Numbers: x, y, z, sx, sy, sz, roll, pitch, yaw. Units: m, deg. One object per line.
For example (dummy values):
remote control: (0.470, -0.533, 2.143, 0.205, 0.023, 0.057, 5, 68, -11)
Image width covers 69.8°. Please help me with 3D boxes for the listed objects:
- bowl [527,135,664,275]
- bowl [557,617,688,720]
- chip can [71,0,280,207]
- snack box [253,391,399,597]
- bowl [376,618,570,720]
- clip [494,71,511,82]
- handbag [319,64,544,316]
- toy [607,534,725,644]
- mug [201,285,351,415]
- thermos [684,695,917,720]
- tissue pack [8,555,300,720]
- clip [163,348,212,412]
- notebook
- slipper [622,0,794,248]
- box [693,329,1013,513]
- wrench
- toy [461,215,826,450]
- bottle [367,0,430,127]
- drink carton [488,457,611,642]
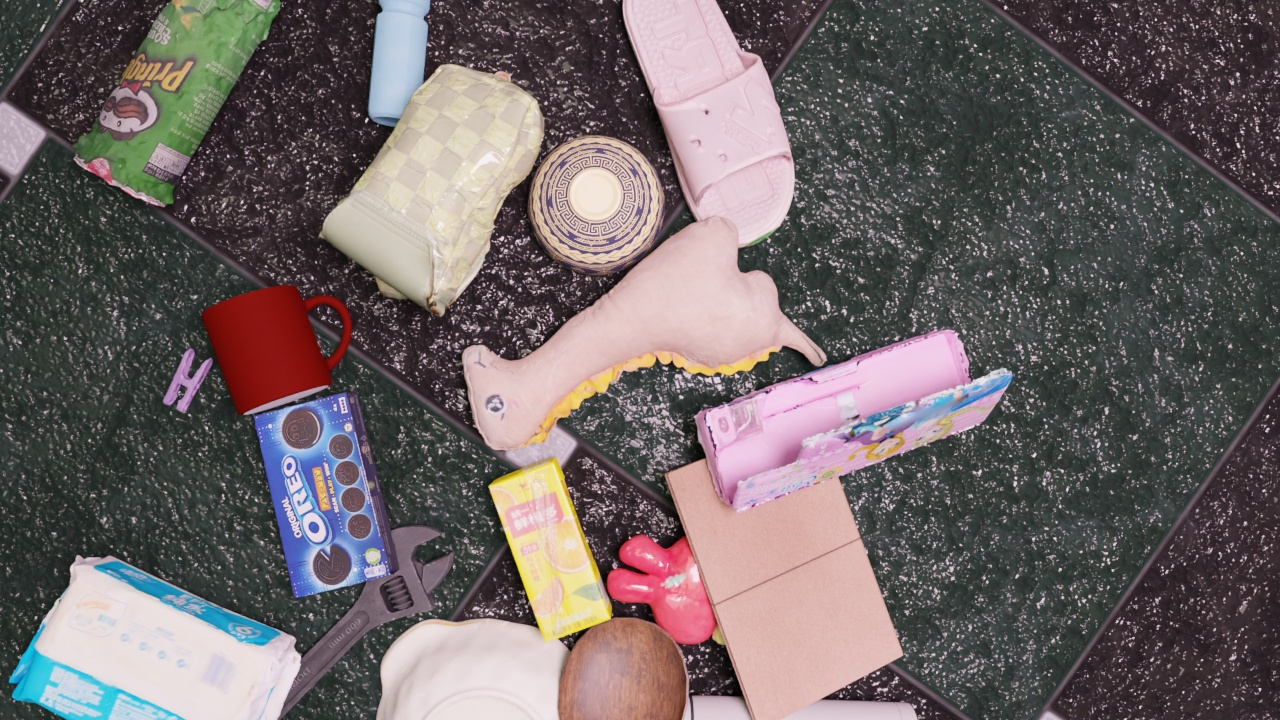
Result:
bowl: (-0.036, -0.126, 0.729, 0.112, 0.061, 0.112, 0, 90, -2)
bowl: (-0.011, 0.261, 0.717, 0.102, 0.026, 0.114, 4, 66, 14)
chip can: (-0.349, -0.233, 0.713, 0.075, 0.075, 0.223, 29, 89, -2)
snack box: (-0.251, 0.106, 0.732, 0.082, 0.027, 0.150, -16, 86, 5)
bowl: (-0.123, 0.308, 0.731, 0.188, 0.060, 0.219, -43, 92, -1)
clip: (-0.123, -0.204, 0.751, 0.025, 0.043, 0.061, 29, 77, -2)
handbag: (-0.145, -0.126, 0.700, 0.113, 0.117, 0.186, 34, 89, 10)
toy: (0.041, 0.182, 0.741, 0.135, 0.045, 0.091, 13, 88, -7)
mug: (-0.278, -0.013, 0.724, 0.105, 0.073, 0.082, -21, 91, -31)
thermos: (0.108, 0.300, 0.741, 0.224, 0.052, 0.052, 3, 90, -2)
tissue pack: (-0.371, 0.242, 0.716, 0.209, 0.066, 0.117, 23, 88, 2)
clip: (-0.370, 0.015, 0.745, 0.036, 0.013, 0.053, 15, 93, -1)
notebook: (0.118, 0.165, 0.735, 0.141, 0.008, 0.209, -19, 88, -20)
slipper: (0.057, -0.209, 0.730, 0.094, 0.064, 0.239, -23, 90, -2)
box: (0.167, 0.043, 0.700, 0.230, 0.097, 0.085, -17, 89, -13)
wrench: (-0.257, 0.239, 0.748, 0.273, 0.018, 0.073, -45, 87, 0)
toy: (-0.004, 0.004, 0.733, 0.264, 0.065, 0.196, -40, 96, 3)
bottle: (-0.192, -0.255, 0.734, 0.040, 0.040, 0.130, 5, 90, -2)
drink carton: (-0.073, 0.151, 0.740, 0.058, 0.043, 0.134, -20, 91, -1)
